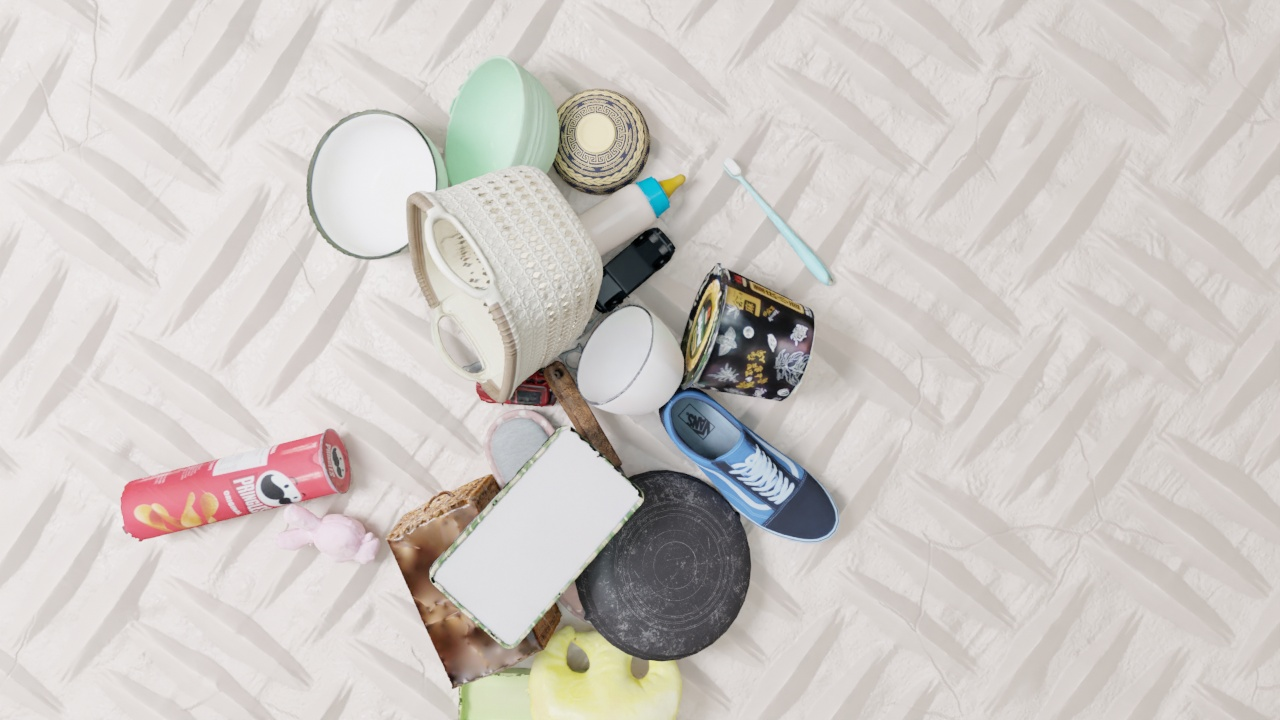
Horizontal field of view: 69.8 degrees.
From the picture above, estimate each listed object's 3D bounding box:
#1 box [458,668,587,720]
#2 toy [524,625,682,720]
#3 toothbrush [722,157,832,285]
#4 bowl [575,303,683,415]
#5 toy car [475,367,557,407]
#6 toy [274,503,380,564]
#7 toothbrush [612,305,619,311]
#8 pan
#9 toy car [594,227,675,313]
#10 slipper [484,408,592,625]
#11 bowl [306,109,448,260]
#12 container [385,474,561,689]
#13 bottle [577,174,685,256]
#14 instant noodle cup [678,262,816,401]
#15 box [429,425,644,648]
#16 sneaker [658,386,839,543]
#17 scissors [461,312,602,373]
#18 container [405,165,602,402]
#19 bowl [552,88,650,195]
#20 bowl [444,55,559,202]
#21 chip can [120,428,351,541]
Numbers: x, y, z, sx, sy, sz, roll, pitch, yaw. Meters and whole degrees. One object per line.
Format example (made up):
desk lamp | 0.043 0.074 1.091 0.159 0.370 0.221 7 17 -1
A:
box | -0.113 0.414 1.027 0.187 0.044 0.141 -1 72 0
toy | -0.041 0.366 0.988 0.170 0.065 0.154 3 70 -1
toothbrush | 0.151 -0.151 1.003 0.016 0.016 0.180 -41 93 2
bowl | -0.006 0.006 0.958 0.065 0.116 0.116 30 94 -35
toy car | -0.135 0.030 1.005 0.091 0.036 0.042 6 111 5
toy | -0.341 0.191 1.006 0.110 0.047 0.064 20 129 -23
toothbrush | -0.044 -0.070 1.012 0.017 0.016 0.189 -41 92 13
pan | -0.008 0.151 0.977 0.207 0.040 0.357 -31 92 -21
toy car | -0.013 -0.098 0.998 0.112 0.034 0.046 -41 92 -8
slipper | -0.082 0.178 1.007 0.114 0.054 0.274 -32 92 3
bowl | -0.267 -0.181 0.970 0.153 0.072 0.153 0 91 17
container | -0.178 0.235 0.983 0.114 0.112 0.198 -26 91 2
bottle | -0.014 -0.159 0.987 0.146 0.051 0.051 -32 92 3
instant noodle cup | 0.113 -0.022 0.960 0.112 0.137 0.137 16 93 -10
box | -0.102 0.171 0.909 0.117 0.050 0.205 41 79 -2
sneaker | 0.114 0.119 0.978 0.241 0.098 0.083 40 93 -2
scissors | -0.120 -0.019 1.014 0.170 0.014 0.095 6 102 -2
container | -0.136 -0.076 0.899 0.142 0.247 0.184 -31 81 -20
bowl | -0.046 -0.236 0.978 0.112 0.061 0.112 0 93 1
bowl | -0.135 -0.231 0.955 0.076 0.151 0.151 7 95 -42
chip can | -0.442 0.137 1.002 0.233 0.073 0.073 -14 93 2
